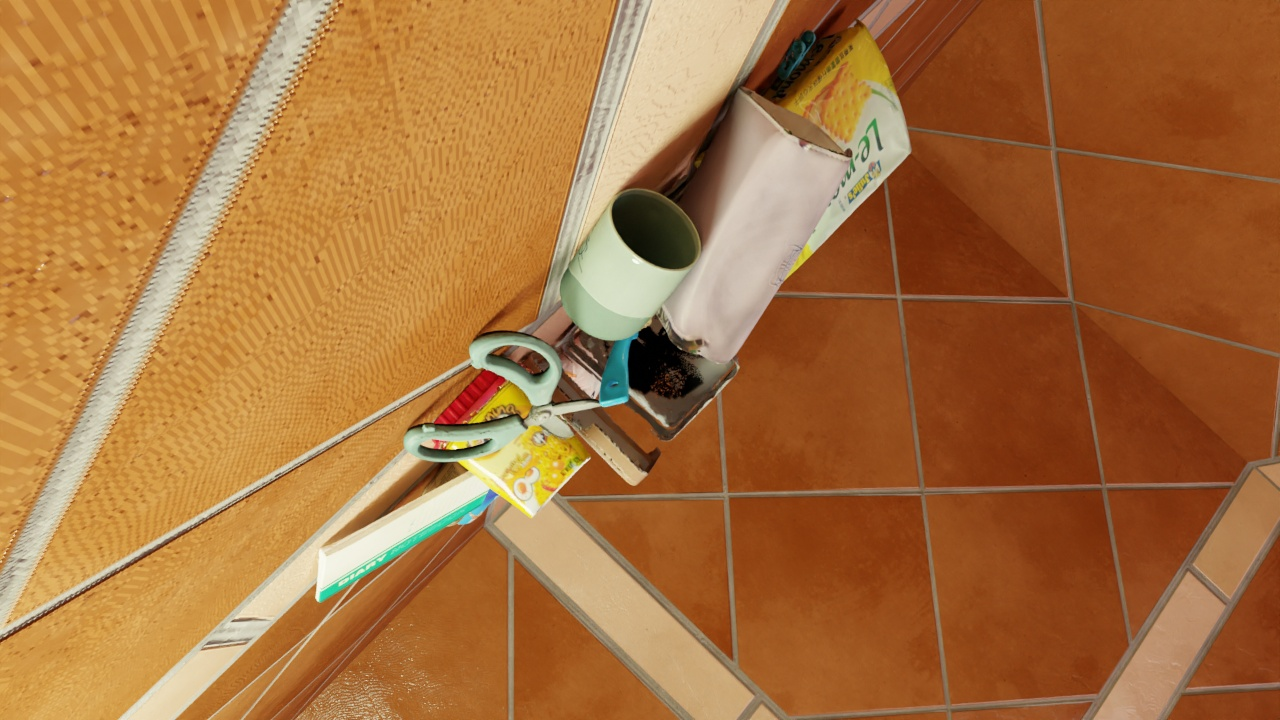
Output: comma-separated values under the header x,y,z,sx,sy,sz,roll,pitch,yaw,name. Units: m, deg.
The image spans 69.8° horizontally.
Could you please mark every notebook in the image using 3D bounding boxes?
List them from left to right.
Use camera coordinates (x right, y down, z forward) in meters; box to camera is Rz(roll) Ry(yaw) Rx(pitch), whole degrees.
x,y,z,sx,sy,sz,roll,pitch,yaw,name
-0.241,0.174,0.962,0.208,0.012,0.151,-29,164,-33,notebook

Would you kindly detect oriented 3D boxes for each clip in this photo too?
x,y,z,sx,sy,sz,roll,pitch,yaw,name
0.141,-0.277,0.836,0.045,0.014,0.057,-47,176,-19,clip

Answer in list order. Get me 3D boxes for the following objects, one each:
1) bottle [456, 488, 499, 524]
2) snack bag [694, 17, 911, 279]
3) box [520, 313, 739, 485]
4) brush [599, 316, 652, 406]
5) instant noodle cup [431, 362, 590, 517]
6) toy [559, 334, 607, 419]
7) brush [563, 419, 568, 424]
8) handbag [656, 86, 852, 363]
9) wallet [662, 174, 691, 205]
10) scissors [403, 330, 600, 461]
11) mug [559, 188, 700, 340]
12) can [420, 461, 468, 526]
x,y,z,sx,sy,sz,roll,pitch,yaw,name
-0.177,0.131,1.136,0.219,0.065,0.065,-41,-179,36,bottle
0.164,-0.208,0.915,0.246,0.158,0.068,-45,-143,-15,snack bag
-0.001,0.004,1.022,0.158,0.181,0.197,-45,178,12,box
-0.017,-0.025,0.881,0.083,0.046,0.254,-14,-155,10,brush
-0.118,0.076,0.867,0.116,0.123,0.116,-46,177,-3,instant noodle cup
-0.089,0.026,1.156,0.159,0.054,0.121,-31,139,-57,toy
-0.146,0.082,1.227,0.145,0.063,0.073,-44,-154,-27,brush
0.086,-0.111,0.768,0.197,0.098,0.144,-61,-163,23,handbag
0.005,-0.115,0.892,0.106,0.037,0.130,-44,176,-36,wallet
-0.123,0.043,0.761,0.181,0.019,0.170,-28,144,7,scissors
-0.010,-0.083,0.752,0.107,0.082,0.111,-50,-161,45,mug
-0.212,0.144,1.081,0.117,0.058,0.058,-49,176,38,can
